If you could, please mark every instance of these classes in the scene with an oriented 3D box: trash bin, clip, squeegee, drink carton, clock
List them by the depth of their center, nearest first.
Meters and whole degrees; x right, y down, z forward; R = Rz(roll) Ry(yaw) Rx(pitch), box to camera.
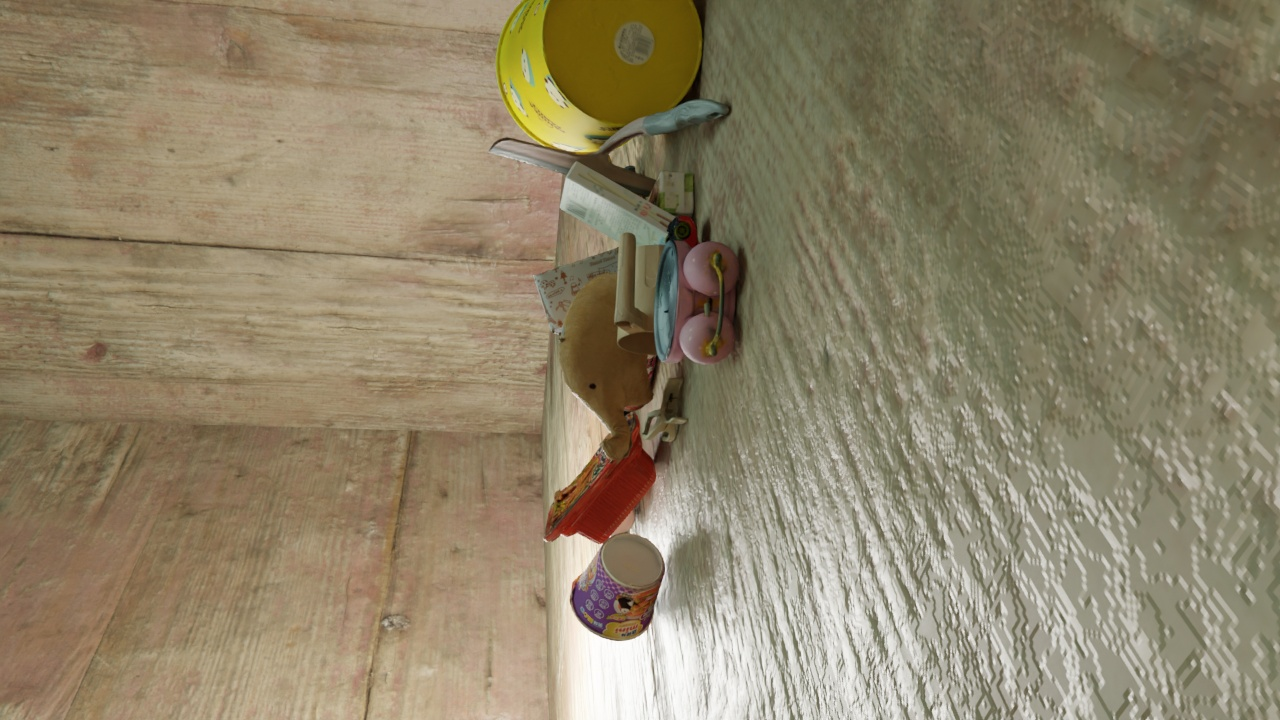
[{"bbox_3d":[0.054,-0.054,0.863,0.158,0.060,0.117,-153,67,-81],"label":"clock"},{"bbox_3d":[0.007,-0.243,0.984,0.250,0.247,0.040,-9,76,51],"label":"squeegee"},{"bbox_3d":[0.031,0.070,1.074,0.097,0.034,0.061,120,153,-53],"label":"clip"},{"bbox_3d":[0.029,-0.176,1.090,0.123,0.045,0.053,126,146,-73],"label":"drink carton"},{"bbox_3d":[-0.049,-0.372,1.119,0.255,0.229,0.230,-145,57,-73],"label":"trash bin"}]

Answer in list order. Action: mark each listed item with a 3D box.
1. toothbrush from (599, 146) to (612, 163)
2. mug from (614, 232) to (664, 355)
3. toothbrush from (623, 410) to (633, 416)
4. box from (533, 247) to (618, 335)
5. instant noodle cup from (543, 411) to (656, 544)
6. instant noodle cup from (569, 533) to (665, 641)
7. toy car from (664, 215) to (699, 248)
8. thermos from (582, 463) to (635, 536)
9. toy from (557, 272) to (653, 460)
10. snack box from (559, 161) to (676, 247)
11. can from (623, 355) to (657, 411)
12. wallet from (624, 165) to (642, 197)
[{"bbox_3d":[-0.022,-0.180,1.134,0.016,0.018,0.191,122,130,-72],"label":"toothbrush"},{"bbox_3d":[0.008,-0.072,1.008,0.124,0.084,0.103,31,-124,-57],"label":"mug"},{"bbox_3d":[-0.023,0.079,1.420,0.027,0.026,0.212,55,-164,-38],"label":"toothbrush"},{"bbox_3d":[-0.068,-0.146,1.230,0.183,0.156,0.192,29,-139,-87],"label":"box"},{"bbox_3d":[-0.046,0.162,1.186,0.189,0.079,0.164,-50,5,5],"label":"instant noodle cup"},{"bbox_3d":[-0.023,0.276,1.139,0.111,0.111,0.099,-97,22,-45],"label":"instant noodle cup"},{"bbox_3d":[0.052,-0.099,0.970,0.049,0.031,0.106,155,104,-78],"label":"toy car"},{"bbox_3d":[-0.052,0.210,1.429,0.224,0.073,0.073,-139,52,-78],"label":"thermos"},{"bbox_3d":[-0.037,0.003,1.067,0.083,0.143,0.225,-31,39,57],"label":"toy"},{"bbox_3d":[-0.017,-0.162,1.051,0.026,0.157,0.085,-61,1,-18],"label":"snack box"},{"bbox_3d":[-0.007,0.007,1.245,0.133,0.053,0.053,102,167,-46],"label":"can"},{"bbox_3d":[-0.014,-0.230,1.416,0.090,0.033,0.115,103,165,-60],"label":"wallet"}]
